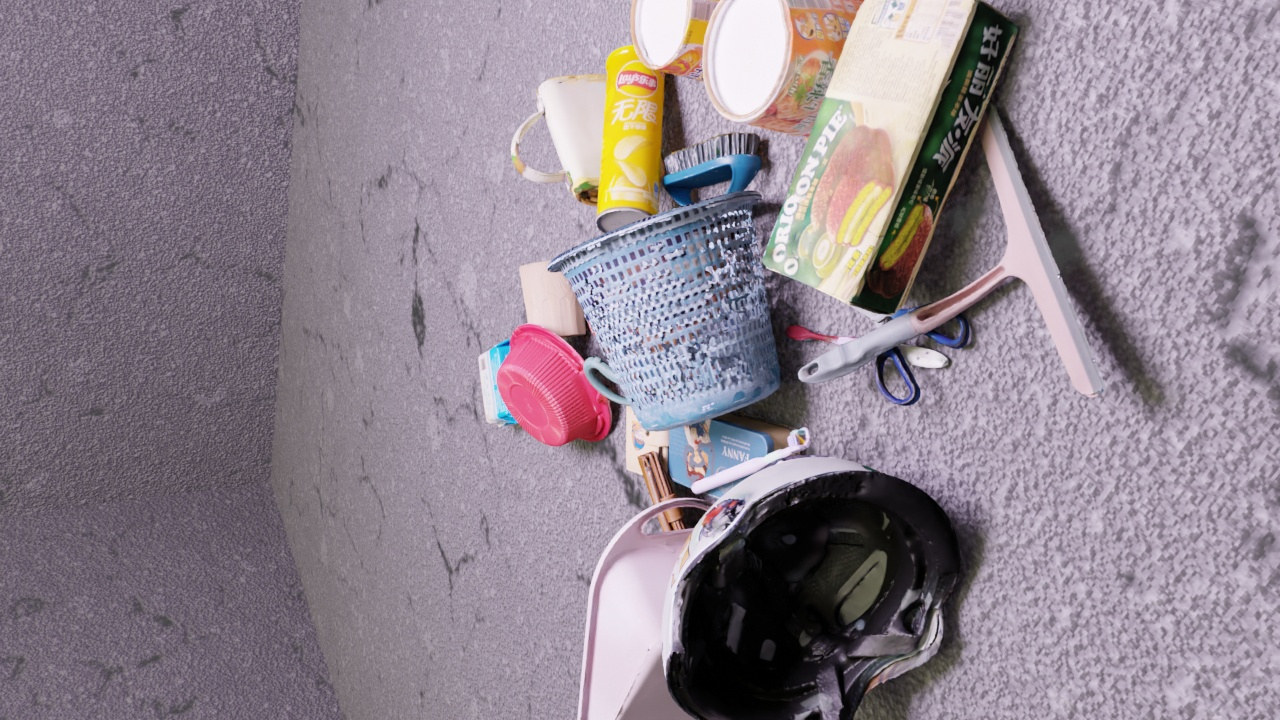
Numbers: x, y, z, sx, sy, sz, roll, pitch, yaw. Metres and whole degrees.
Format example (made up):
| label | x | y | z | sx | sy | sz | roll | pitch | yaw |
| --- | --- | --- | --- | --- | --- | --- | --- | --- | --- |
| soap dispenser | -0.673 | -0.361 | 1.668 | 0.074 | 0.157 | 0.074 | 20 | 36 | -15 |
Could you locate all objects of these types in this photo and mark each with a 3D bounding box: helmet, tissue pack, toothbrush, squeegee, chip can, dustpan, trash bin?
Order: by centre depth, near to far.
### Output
| label | x | y | z | sx | sy | sz | roll | pitch | yaw |
| --- | --- | --- | --- | --- | --- | --- | --- | --- | --- |
| squeegee | 0.226 | -0.036 | 0.742 | 0.250 | 0.040 | 0.247 | -35 | 54 | 44 |
| helmet | 0.132 | 0.192 | 0.806 | 0.274 | 0.230 | 0.156 | -60 | 15 | 11 |
| toothbrush | 0.202 | -0.013 | 0.835 | 0.188 | 0.017 | 0.016 | 16 | 89 | 53 |
| toothbrush | 0.102 | 0.104 | 0.899 | 0.021 | 0.029 | 0.190 | 44 | 144 | -7 |
| trash bin | 0.042 | -0.041 | 0.925 | 0.227 | 0.226 | 0.195 | -16 | 93 | 57 |
| dustpan | 0.035 | 0.290 | 0.962 | 0.139 | 0.222 | 0.274 | 51 | 129 | 45 |
| chip can | -0.010 | -0.246 | 1.030 | 0.072 | 0.072 | 0.213 | -28 | 53 | 56 |
| tissue pack | -0.206 | 0.035 | 1.440 | 0.090 | 0.063 | 0.140 | -22 | 74 | 58 |

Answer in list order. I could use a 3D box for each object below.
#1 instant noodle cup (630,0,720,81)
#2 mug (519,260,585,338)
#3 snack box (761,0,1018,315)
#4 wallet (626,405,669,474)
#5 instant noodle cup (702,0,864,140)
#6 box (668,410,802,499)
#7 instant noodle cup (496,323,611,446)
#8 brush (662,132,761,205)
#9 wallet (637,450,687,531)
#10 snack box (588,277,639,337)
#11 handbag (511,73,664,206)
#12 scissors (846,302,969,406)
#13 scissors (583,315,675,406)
| label | x | y | z | sx | sy | sz | roll | pitch | yaw |
| --- | --- | --- | --- | --- | --- | --- | --- | --- | --- |
| instant noodle cup | 0.062 | -0.343 | 0.921 | 0.138 | 0.109 | 0.138 | 15 | 107 | 57 |
| mug | -0.123 | -0.082 | 1.290 | 0.125 | 0.084 | 0.103 | 171 | 92 | -82 |
| snack box | 0.193 | -0.166 | 0.734 | 0.114 | 0.063 | 0.240 | 35 | 109 | 51 |
| wallet | 0.009 | 0.088 | 1.146 | 0.087 | 0.024 | 0.115 | 11 | 101 | 54 |
| instant noodle cup | 0.133 | -0.271 | 0.816 | 0.151 | 0.111 | 0.151 | 12 | 105 | 56 |
| box | 0.101 | 0.103 | 0.969 | 0.184 | 0.059 | 0.090 | 10 | 103 | 59 |
| instant noodle cup | -0.129 | 0.047 | 1.244 | 0.194 | 0.065 | 0.194 | 34 | 146 | 26 |
| brush | 0.074 | -0.195 | 0.972 | 0.144 | 0.055 | 0.073 | -1 | 91 | 58 |
| wallet | 0.029 | 0.169 | 1.059 | 0.119 | 0.035 | 0.130 | 134 | 117 | -82 |
| snack box | -0.020 | -0.072 | 1.116 | 0.091 | 0.080 | 0.082 | -48 | 54 | 50 |
| handbag | -0.076 | -0.258 | 1.090 | 0.063 | 0.178 | 0.163 | -50 | 54 | 55 |
| scissors | 0.217 | -0.039 | 0.796 | 0.157 | 0.012 | 0.165 | -22 | 62 | 45 |
| scissors | -0.006 | 0.006 | 1.088 | 0.180 | 0.019 | 0.170 | -7 | 114 | 38 |
